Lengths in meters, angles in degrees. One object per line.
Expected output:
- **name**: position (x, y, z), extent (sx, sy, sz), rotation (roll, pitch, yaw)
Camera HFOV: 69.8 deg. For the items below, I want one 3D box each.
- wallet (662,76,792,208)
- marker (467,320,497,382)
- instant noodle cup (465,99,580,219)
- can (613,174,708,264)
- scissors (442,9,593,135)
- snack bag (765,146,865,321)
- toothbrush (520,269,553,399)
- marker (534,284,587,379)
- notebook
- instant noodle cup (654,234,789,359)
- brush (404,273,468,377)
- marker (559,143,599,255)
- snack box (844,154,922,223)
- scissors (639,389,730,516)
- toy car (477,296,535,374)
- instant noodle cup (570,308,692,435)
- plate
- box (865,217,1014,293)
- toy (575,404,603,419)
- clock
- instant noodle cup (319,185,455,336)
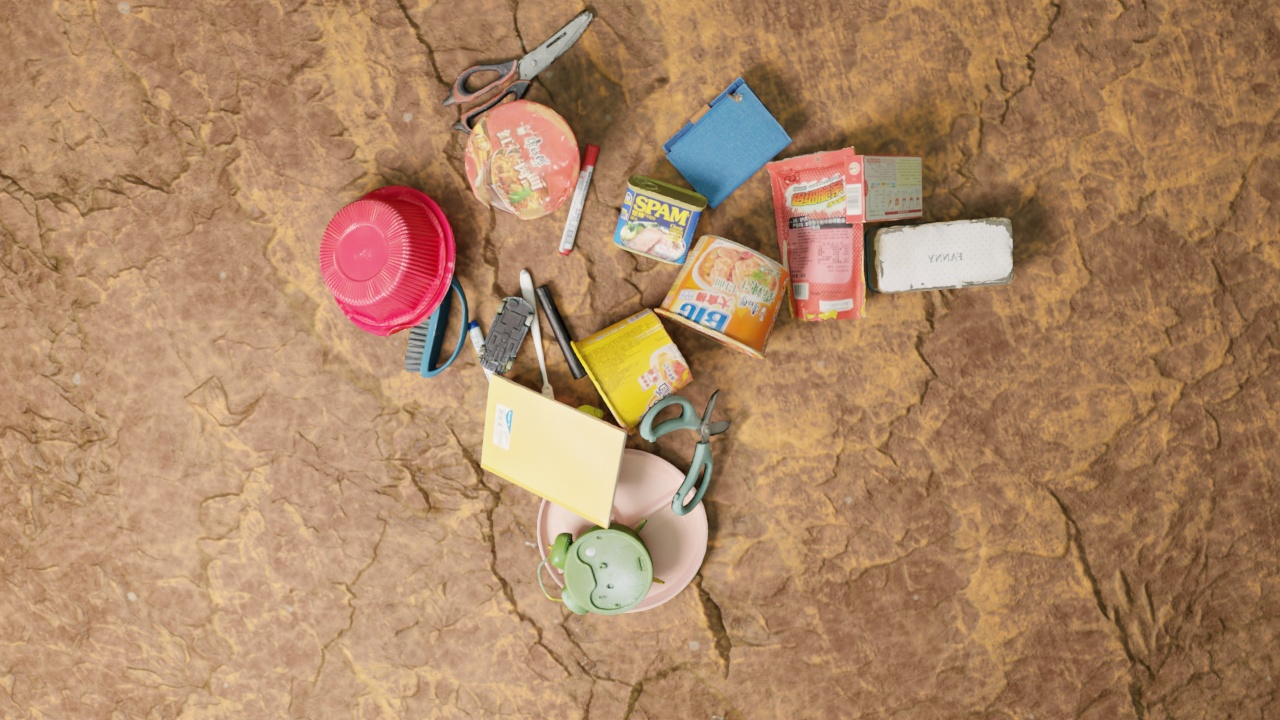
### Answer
- **wallet**: position (0.106, -0.271, 1.148), extent (0.133, 0.040, 0.106), rotation (-40, 96, 16)
- **marker**: position (-0.199, 0.017, 1.221), extent (0.017, 0.017, 0.146), rotation (-20, 97, 6)
- **instant noodle cup**: position (-0.136, -0.245, 1.130), extent (0.138, 0.108, 0.138), rotation (1, 99, 3)
- **can**: position (0.023, -0.175, 1.150), extent (0.102, 0.057, 0.083), rotation (18, 118, 1)
- **scissors**: position (-0.156, -0.377, 1.157), extent (0.182, 0.015, 0.209), rotation (17, 99, 1)
- **snack bag**: position (0.223, -0.153, 1.139), extent (0.129, 0.073, 0.208), rotation (1, 103, 42)
- **toothbrush**: position (-0.138, -0.030, 1.210), extent (0.016, 0.016, 0.180), rotation (-9, 98, 7)
- **marker**: position (-0.104, -0.037, 1.205), extent (0.020, 0.022, 0.132), rotation (-29, 98, -36)
- **notebook**: position (-0.117, 0.115, 1.178), extent (0.206, 0.010, 0.146), rotation (21, 117, 23)
- **instant noodle cup**: position (0.107, -0.080, 1.130), extent (0.151, 0.151, 0.111), rotation (24, 91, -1)
- **brush**: position (-0.261, -0.045, 1.195), extent (0.073, 0.055, 0.144), rotation (15, 99, 2)
- **marker**: position (-0.080, -0.206, 1.180), extent (0.017, 0.017, 0.145), rotation (16, 100, 0)
- **snack box**: position (0.294, -0.206, 1.099), extent (0.027, 0.155, 0.077), rotation (4, 101, 41)
- **scissors**: position (0.053, 0.116, 1.164), extent (0.019, 0.174, 0.170), rotation (15, 96, 42)
- **toy car**: position (-0.174, -0.034, 1.196), extent (0.049, 0.031, 0.106), rotation (24, 99, -6)
- **instant noodle cup**: position (-0.007, 0.007, 1.156), extent (0.110, 0.138, 0.138), rotation (-32, 96, -2)
- **plate**: position (-0.024, 0.228, 1.240), extent (0.229, 0.028, 0.229), rotation (0, 98, 2)
- **box**: position (0.366, -0.130, 1.147), extent (0.184, 0.063, 0.090), rotation (-2, 98, 5)
- **toy**: position (-0.095, 0.101, 1.216), extent (0.100, 0.031, 0.096), rotation (18, 77, 15)
- **clock**: position (-0.057, 0.273, 1.205), extent (0.161, 0.056, 0.116), rotation (-15, 97, 4)
- **instant noodle cup**: position (-0.330, -0.130, 1.151), extent (0.194, 0.065, 0.193), rotation (-1, 87, 19)
